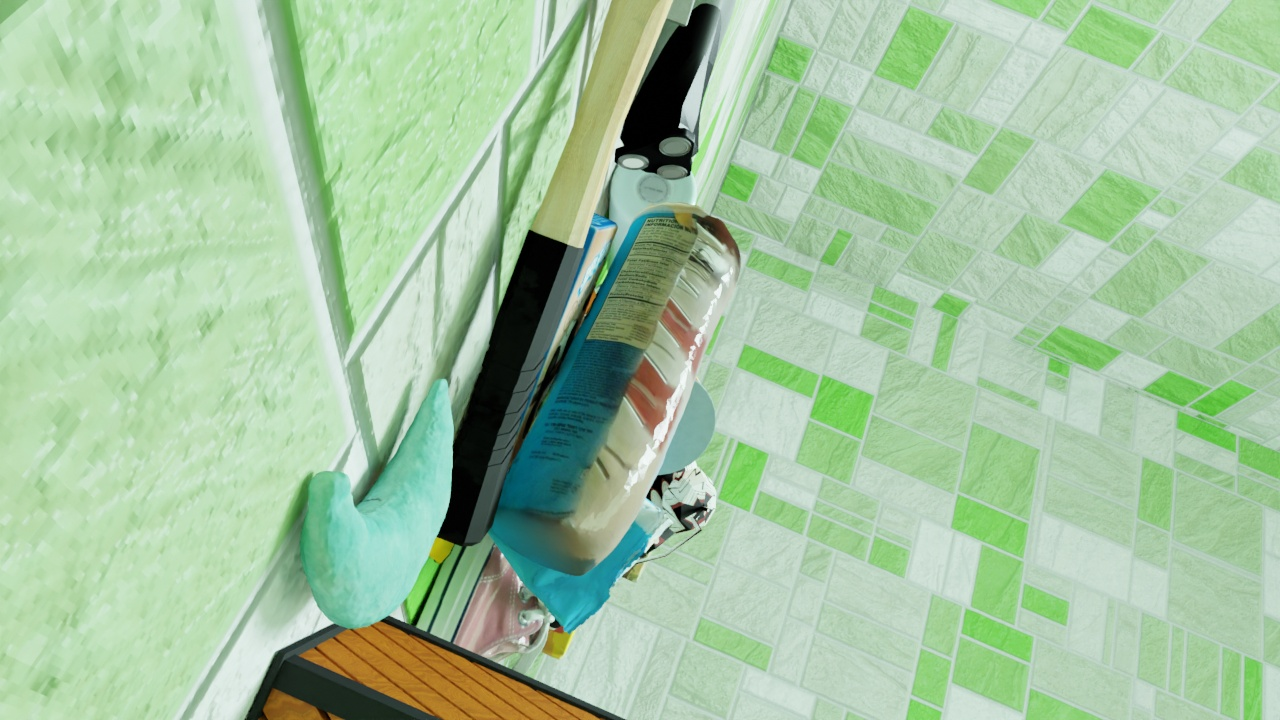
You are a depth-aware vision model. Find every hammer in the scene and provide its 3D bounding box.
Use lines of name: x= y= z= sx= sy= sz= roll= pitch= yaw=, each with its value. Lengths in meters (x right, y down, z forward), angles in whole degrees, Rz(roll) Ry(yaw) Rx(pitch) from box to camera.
hammer: x=-0.033 y=-0.071 z=0.423 sx=0.131 sy=0.039 sz=0.328 roll=-65 pitch=175 yaw=-82

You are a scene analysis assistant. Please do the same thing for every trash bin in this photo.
trash bin: x=-0.087 y=0.217 z=0.407 sx=0.140 sy=0.172 sz=0.139 roll=96 pitch=17 yaw=-83

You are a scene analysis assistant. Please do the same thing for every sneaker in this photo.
sneaker: x=-0.103 y=0.171 z=0.679 sx=0.118 sy=0.088 sz=0.240 roll=109 pitch=3 yaw=-58

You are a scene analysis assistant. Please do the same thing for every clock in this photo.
clock: x=-0.005 y=0.105 z=0.665 sx=0.154 sy=0.114 sz=0.065 roll=-129 pitch=-162 yaw=-61

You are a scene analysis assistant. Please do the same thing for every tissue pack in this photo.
tissue pack: x=-0.049 y=0.095 z=0.582 sx=0.092 sy=0.144 sz=0.062 roll=-43 pitch=131 yaw=-9

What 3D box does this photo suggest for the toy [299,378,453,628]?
toy: x=-0.101 y=0.060 z=0.360 sx=0.105 sy=0.033 sz=0.085 roll=-61 pitch=162 yaw=-64

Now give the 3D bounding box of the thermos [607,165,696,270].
thermos: x=0.005 y=-0.104 z=0.775 sx=0.207 sy=0.065 sz=0.078 roll=103 pitch=-30 yaw=-77

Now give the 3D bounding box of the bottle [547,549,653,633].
bottle: x=-0.070 y=0.188 z=0.758 sx=0.182 sy=0.059 sz=0.059 roll=-31 pitch=-176 yaw=9

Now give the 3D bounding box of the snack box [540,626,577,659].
snack box: x=-0.071 y=0.136 z=0.814 sx=0.061 sy=0.110 sz=0.230 roll=-49 pitch=162 yaw=-80

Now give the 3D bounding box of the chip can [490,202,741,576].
chip can: x=-0.008 y=0.010 z=0.537 sx=0.080 sy=0.080 sz=0.228 roll=110 pitch=4 yaw=-57

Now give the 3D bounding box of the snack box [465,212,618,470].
snack box: x=-0.059 y=-0.015 z=0.539 sx=0.087 sy=0.034 sz=0.151 roll=-59 pitch=171 yaw=-78

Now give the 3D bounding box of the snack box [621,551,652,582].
snack box: x=-0.052 y=0.147 z=0.921 sx=0.143 sy=0.147 sz=0.041 roll=-62 pitch=175 yaw=-75

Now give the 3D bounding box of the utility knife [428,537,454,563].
utility knife: x=-0.112 y=0.083 z=0.481 sx=0.179 sy=0.017 sz=0.030 roll=107 pitch=1 yaw=-71

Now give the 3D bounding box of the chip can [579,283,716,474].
chip can: x=-0.004 y=0.004 z=0.697 sx=0.215 sy=0.075 sz=0.075 roll=-114 pitch=-136 yaw=-67

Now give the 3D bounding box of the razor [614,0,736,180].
razor: x=0.029 y=-0.198 z=0.602 sx=0.060 sy=0.057 sz=0.156 roll=36 pitch=-66 yaw=63
